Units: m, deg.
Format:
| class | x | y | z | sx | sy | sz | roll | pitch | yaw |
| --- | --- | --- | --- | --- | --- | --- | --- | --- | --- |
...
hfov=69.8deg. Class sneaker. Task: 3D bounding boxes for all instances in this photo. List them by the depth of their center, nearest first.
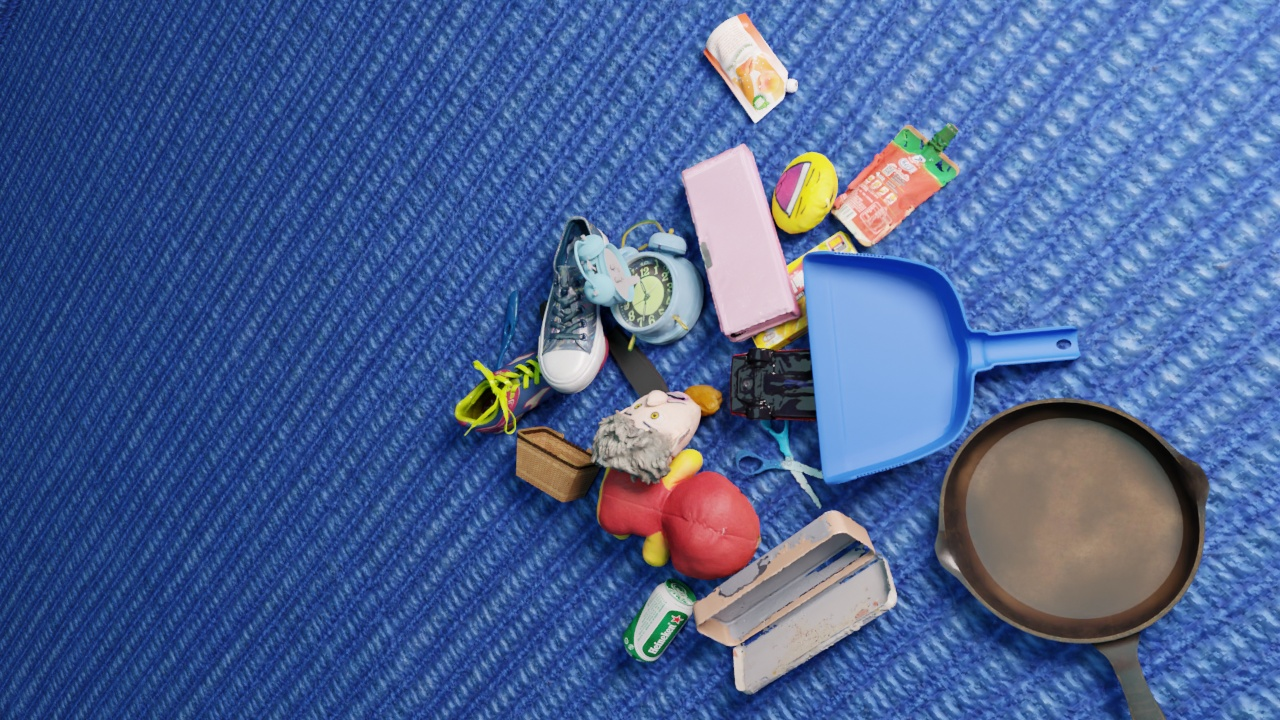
| class | x | y | z | sx | sy | sz | roll | pitch | yaw |
| --- | --- | --- | --- | --- | --- | --- | --- | --- | --- |
| sneaker | -0.090 | -0.076 | 1.163 | 0.087 | 0.079 | 0.235 | -1 | 67 | 17 |
| sneaker | -0.149 | 0.029 | 1.221 | 0.242 | 0.091 | 0.116 | -34 | 65 | 25 |

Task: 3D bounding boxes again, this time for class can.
| class | x | y | z | sx | sy | sz | roll | pitch | yaw |
| --- | --- | --- | --- | --- | --- | --- | --- | --- | --- |
| can | 0.022 | 0.316 | 1.108 | 0.053 | 0.053 | 0.101 | 42 | 108 | 28 |

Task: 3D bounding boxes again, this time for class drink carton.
| class | x | y | z | sx | sy | sz | roll | pitch | yaw |
| --- | --- | --- | --- | --- | --- | --- | --- | --- | --- |
| drink carton | 0.134 | -0.355 | 1.115 | 0.069 | 0.038 | 0.122 | -38 | 73 | 24 |

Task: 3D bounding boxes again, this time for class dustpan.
| class | x | y | z | sx | sy | sz | roll | pitch | yaw |
| --- | --- | --- | --- | --- | --- | --- | --- | --- | --- |
| dustpan | 0.307 | -0.005 | 0.936 | 0.258 | 0.059 | 0.245 | -5 | 85 | 7 |

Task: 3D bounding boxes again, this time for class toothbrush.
| class | x | y | z | sx | sy | sz | roll | pitch | yaw |
| --- | --- | --- | --- | --- | --- | --- | --- | --- | --- |
| toothbrush | -0.189 | -0.034 | 1.299 | 0.021 | 0.016 | 0.132 | 12 | 90 | 32 |

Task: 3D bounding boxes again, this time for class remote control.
| class | x | y | z | sx | sy | sz | roll | pitch | yaw |
| --- | --- | --- | --- | --- | --- | --- | --- | --- | --- |
| remote control | -0.007 | 0.007 | 1.181 | 0.039 | 0.010 | 0.124 | -47 | 63 | 20 |

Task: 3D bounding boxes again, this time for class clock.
| class | x | y | z | sx | sy | sz | roll | pitch | yaw |
| --- | --- | --- | --- | --- | --- | --- | --- | --- | --- |
| clock | -0.044 | -0.105 | 1.078 | 0.042 | 0.123 | 0.087 | -20 | 70 | 20 |
| clock | 0.014 | -0.097 | 1.149 | 0.118 | 0.060 | 0.162 | -22 | 70 | 31 |

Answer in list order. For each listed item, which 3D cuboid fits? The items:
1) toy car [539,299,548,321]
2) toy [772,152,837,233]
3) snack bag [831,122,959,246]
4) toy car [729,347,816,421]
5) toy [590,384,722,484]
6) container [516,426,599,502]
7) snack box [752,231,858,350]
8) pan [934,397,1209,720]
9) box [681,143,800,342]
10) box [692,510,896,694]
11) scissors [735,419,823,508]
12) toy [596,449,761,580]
| class | x | y | z | sx | sy | sz | roll | pitch | yaw |
| --- | --- | --- | --- | --- | --- | --- | --- | --- | --- |
| toy car | -0.098 | -0.075 | 1.231 | 0.092 | 0.036 | 0.042 | -26 | 72 | 28 |
| toy | 0.187 | -0.191 | 1.050 | 0.094 | 0.041 | 0.095 | 34 | 105 | 55 |
| snack bag | 0.283 | -0.199 | 1.002 | 0.155 | 0.044 | 0.087 | -46 | 57 | 15 |
| toy car | 0.189 | 0.027 | 1.023 | 0.190 | 0.056 | 0.081 | -1 | 84 | 25 |
| toy | 0.021 | 0.074 | 1.079 | 0.133 | 0.175 | 0.076 | 30 | 147 | 49 |
| container | -0.112 | 0.137 | 1.208 | 0.114 | 0.063 | 0.061 | 25 | 106 | 32 |
| snack box | 0.188 | -0.075 | 1.055 | 0.153 | 0.025 | 0.075 | -33 | 68 | 26 |
| pan | 0.428 | 0.210 | 0.865 | 0.249 | 0.043 | 0.355 | -26 | 72 | 28 |
| box | 0.119 | -0.139 | 1.083 | 0.098 | 0.046 | 0.232 | -22 | 65 | 19 |
| box | 0.160 | 0.258 | 1.003 | 0.217 | 0.094 | 0.108 | -40 | 101 | 23 |
| scissors | 0.165 | 0.127 | 1.062 | 0.104 | 0.015 | 0.133 | -42 | 69 | 18 |
| toy | 0.043 | 0.183 | 1.086 | 0.217 | 0.098 | 0.147 | 15 | 101 | 37 |
